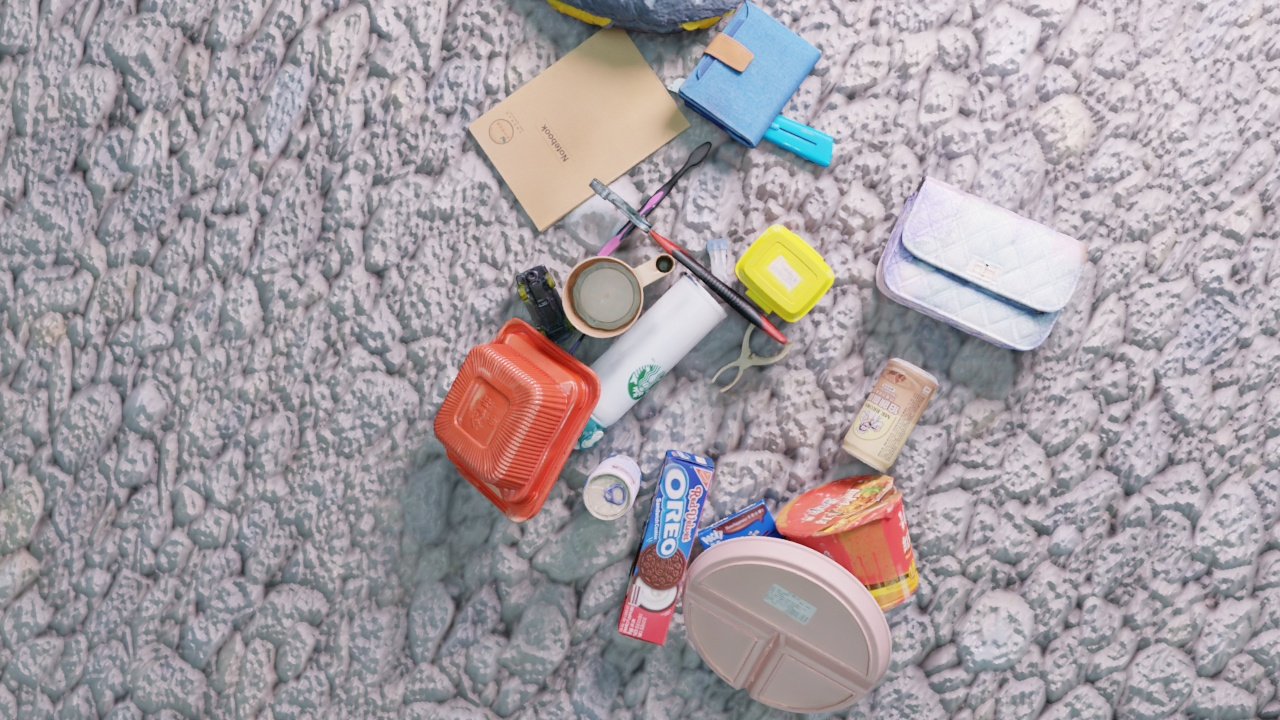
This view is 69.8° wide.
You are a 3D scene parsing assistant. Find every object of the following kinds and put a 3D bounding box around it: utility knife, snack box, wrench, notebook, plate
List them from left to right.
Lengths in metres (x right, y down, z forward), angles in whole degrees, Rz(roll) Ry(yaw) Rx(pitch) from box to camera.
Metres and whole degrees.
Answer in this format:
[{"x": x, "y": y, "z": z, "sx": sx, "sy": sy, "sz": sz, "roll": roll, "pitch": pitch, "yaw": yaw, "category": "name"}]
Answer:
[{"x": -0.070, "y": -0.263, "z": 1.032, "sx": 0.208, "sy": 0.008, "sz": 0.148, "roll": -35, "pitch": 90, "yaw": 4, "category": "notebook"}, {"x": 0.028, "y": 0.205, "z": 1.019, "sx": 0.057, "sy": 0.058, "sz": 0.207, "roll": 16, "pitch": 93, "yaw": 0, "category": "snack box"}, {"x": 0.052, "y": -0.107, "z": 0.989, "sx": 0.273, "sy": 0.056, "sz": 0.016, "roll": 40, "pitch": 101, "yaw": 6, "category": "wrench"}, {"x": 0.122, "y": -0.268, "z": 1.015, "sx": 0.199, "sy": 0.018, "sz": 0.034, "roll": 25, "pitch": 94, "yaw": 4, "category": "utility knife"}, {"x": 0.136, "y": 0.244, "z": 1.028, "sx": 0.084, "sy": 0.026, "sz": 0.157, "roll": -27, "pitch": 90, "yaw": 4, "category": "snack box"}, {"x": 0.146, "y": 0.287, "z": 0.970, "sx": 0.230, "sy": 0.028, "sz": 0.230, "roll": 13, "pitch": 121, "yaw": 21, "category": "plate"}, {"x": 0.151, "y": -0.091, "z": 0.988, "sx": 0.091, "sy": 0.080, "sz": 0.082, "roll": 42, "pitch": 93, "yaw": 1, "category": "snack box"}]

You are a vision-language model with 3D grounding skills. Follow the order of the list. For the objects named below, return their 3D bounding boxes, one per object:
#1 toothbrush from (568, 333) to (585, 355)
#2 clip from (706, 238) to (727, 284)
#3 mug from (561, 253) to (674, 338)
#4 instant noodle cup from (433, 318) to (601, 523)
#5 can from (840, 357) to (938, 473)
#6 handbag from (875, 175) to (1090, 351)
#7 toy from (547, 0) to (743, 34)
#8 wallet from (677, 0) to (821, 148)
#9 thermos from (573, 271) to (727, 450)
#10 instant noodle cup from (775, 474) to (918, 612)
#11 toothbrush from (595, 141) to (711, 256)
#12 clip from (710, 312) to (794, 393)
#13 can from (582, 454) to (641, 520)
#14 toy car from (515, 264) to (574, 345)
[{"x": -0.116, "y": 0.045, "z": 1.044, "sx": 0.017, "sy": 0.014, "sz": 0.189, "roll": 37, "pitch": 94, "yaw": -6, "category": "toothbrush"}, {"x": 0.086, "y": -0.108, "z": 1.023, "sx": 0.025, "sy": 0.031, "sz": 0.057, "roll": -2, "pitch": 87, "yaw": 2, "category": "clip"}, {"x": -0.021, "y": -0.079, "z": 0.985, "sx": 0.125, "sy": 0.103, "sz": 0.084, "roll": -28, "pitch": 94, "yaw": 3, "category": "mug"}, {"x": -0.146, "y": 0.061, "z": 0.984, "sx": 0.164, "sy": 0.079, "sz": 0.189, "roll": 33, "pitch": 100, "yaw": 33, "category": "instant noodle cup"}, {"x": 0.270, "y": 0.059, "z": 0.997, "sx": 0.058, "sy": 0.058, "sz": 0.116, "roll": 30, "pitch": 93, "yaw": 2, "category": "can"}, {"x": 0.361, "y": -0.099, "z": 0.977, "sx": 0.194, "sy": 0.075, "sz": 0.134, "roll": 23, "pitch": 93, "yaw": 2, "category": "handbag"}, {"x": 0.040, "y": -0.419, "z": 0.986, "sx": 0.356, "sy": 0.091, "sz": 0.137, "roll": -14, "pitch": 63, "yaw": 3, "category": "toy"}, {"x": 0.118, "y": -0.311, "z": 0.995, "sx": 0.106, "sy": 0.040, "sz": 0.133, "roll": 36, "pitch": 83, "yaw": 3, "category": "wallet"}, {"x": -0.006, "y": 0.006, "z": 1.007, "sx": 0.224, "sy": 0.073, "sz": 0.073, "roll": -44, "pitch": 89, "yaw": 4, "category": "thermos"}, {"x": 0.224, "y": 0.199, "z": 0.974, "sx": 0.138, "sy": 0.137, "sz": 0.108, "roll": -20, "pitch": 99, "yaw": 4, "category": "instant noodle cup"}, {"x": 0.012, "y": -0.175, "z": 1.030, "sx": 0.014, "sy": 0.017, "sz": 0.189, "roll": 45, "pitch": 98, "yaw": 2, "category": "toothbrush"}, {"x": 0.133, "y": 0.000, "z": 1.017, "sx": 0.092, "sy": 0.035, "sz": 0.103, "roll": 23, "pitch": 98, "yaw": 4, "category": "clip"}, {"x": -0.029, "y": 0.134, "z": 0.981, "sx": 0.053, "sy": 0.134, "sz": 0.053, "roll": 0, "pitch": 91, "yaw": 4, "category": "can"}, {"x": -0.105, "y": -0.061, "z": 1.028, "sx": 0.042, "sy": 0.035, "sz": 0.090, "roll": -24, "pitch": 97, "yaw": 6, "category": "toy car"}]
